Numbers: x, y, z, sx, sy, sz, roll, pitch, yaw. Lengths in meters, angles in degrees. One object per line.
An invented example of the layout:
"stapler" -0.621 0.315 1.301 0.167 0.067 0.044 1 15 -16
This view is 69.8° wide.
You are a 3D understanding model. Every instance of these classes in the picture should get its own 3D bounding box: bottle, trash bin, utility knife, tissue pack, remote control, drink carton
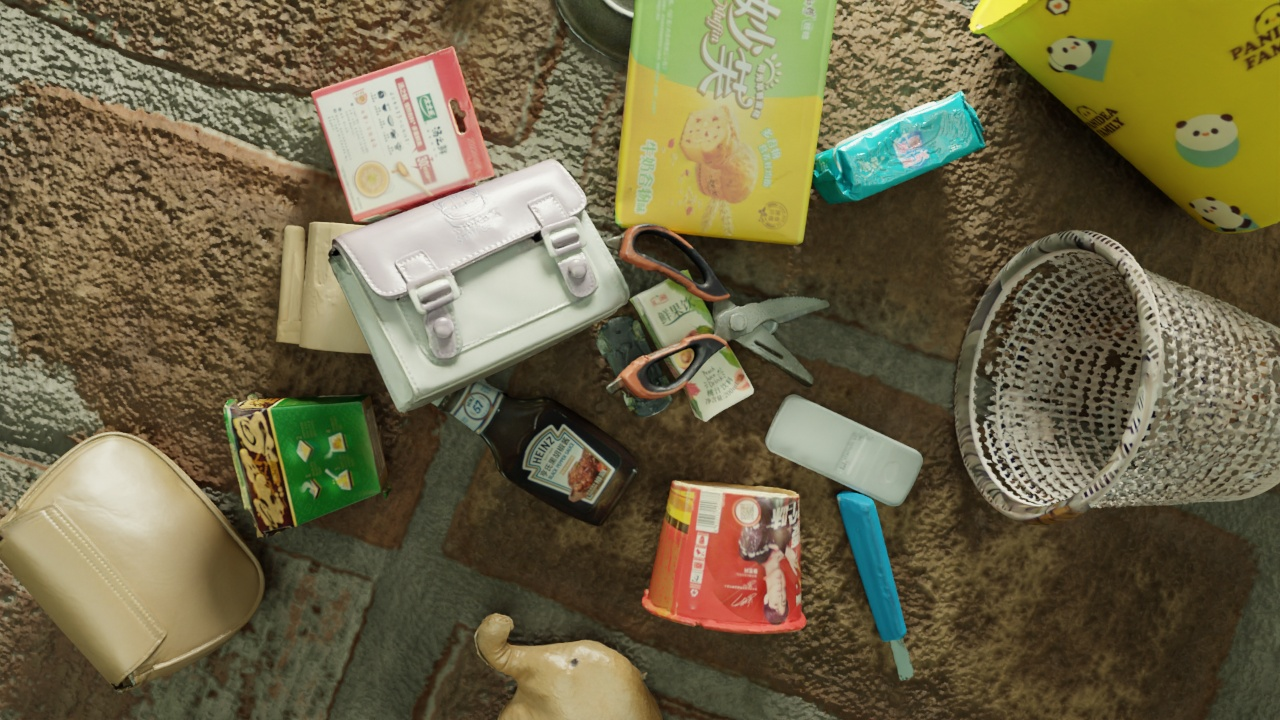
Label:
"bottle" -0.098 0.065 0.786 0.195 0.044 0.080 33 94 -12
"trash bin" 0.426 -0.249 0.689 0.255 0.229 0.229 42 94 -8
"utility knife" 0.214 0.204 0.819 0.034 0.018 0.187 -8 103 45
"tissue pack" 0.205 -0.171 0.755 0.133 0.093 0.050 -23 99 2
"trash bin" 0.394 0.026 0.724 0.192 0.227 0.227 9 95 -13
"remote control" 0.180 0.080 0.813 0.136 0.020 0.056 24 95 -2
"drink carton" 0.044 -0.013 0.792 0.053 0.045 0.122 -31 96 -8

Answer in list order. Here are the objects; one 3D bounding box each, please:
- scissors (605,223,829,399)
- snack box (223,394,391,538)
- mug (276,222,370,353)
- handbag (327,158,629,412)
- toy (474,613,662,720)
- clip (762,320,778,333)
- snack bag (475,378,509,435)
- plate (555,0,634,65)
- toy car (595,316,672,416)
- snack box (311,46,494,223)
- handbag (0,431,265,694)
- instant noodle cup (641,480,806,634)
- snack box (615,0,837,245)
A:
"scissors" 0.060 -0.036 0.757 0.226 0.015 0.189 -27 102 -21
"snack box" -0.275 0.076 0.778 0.105 0.118 0.117 -12 95 -11
"mug" -0.258 -0.062 0.781 0.125 0.084 0.103 6 94 26
"handbag" -0.127 -0.065 0.731 0.196 0.099 0.145 -27 87 -26
"toy" -0.057 0.308 0.805 0.143 0.082 0.226 -26 92 -6
"clip" 0.093 -0.035 0.807 0.056 0.026 0.024 6 93 12
"snack bag" -0.161 0.014 0.806 0.045 0.026 0.105 -42 96 -4
"plate" 0.009 -0.341 0.775 0.179 0.024 0.179 0 95 0
"toy car" -0.005 0.005 0.801 0.043 0.034 0.090 -27 92 5
"snack box" -0.197 -0.189 0.779 0.127 0.044 0.113 -17 94 3
"handbag" -0.426 0.169 0.769 0.204 0.147 0.100 51 130 -2
"instant noodle cup" 0.076 0.159 0.768 0.138 0.138 0.108 6 87 0
"snack box" 0.066 -0.207 0.751 0.157 0.070 0.210 6 104 0
